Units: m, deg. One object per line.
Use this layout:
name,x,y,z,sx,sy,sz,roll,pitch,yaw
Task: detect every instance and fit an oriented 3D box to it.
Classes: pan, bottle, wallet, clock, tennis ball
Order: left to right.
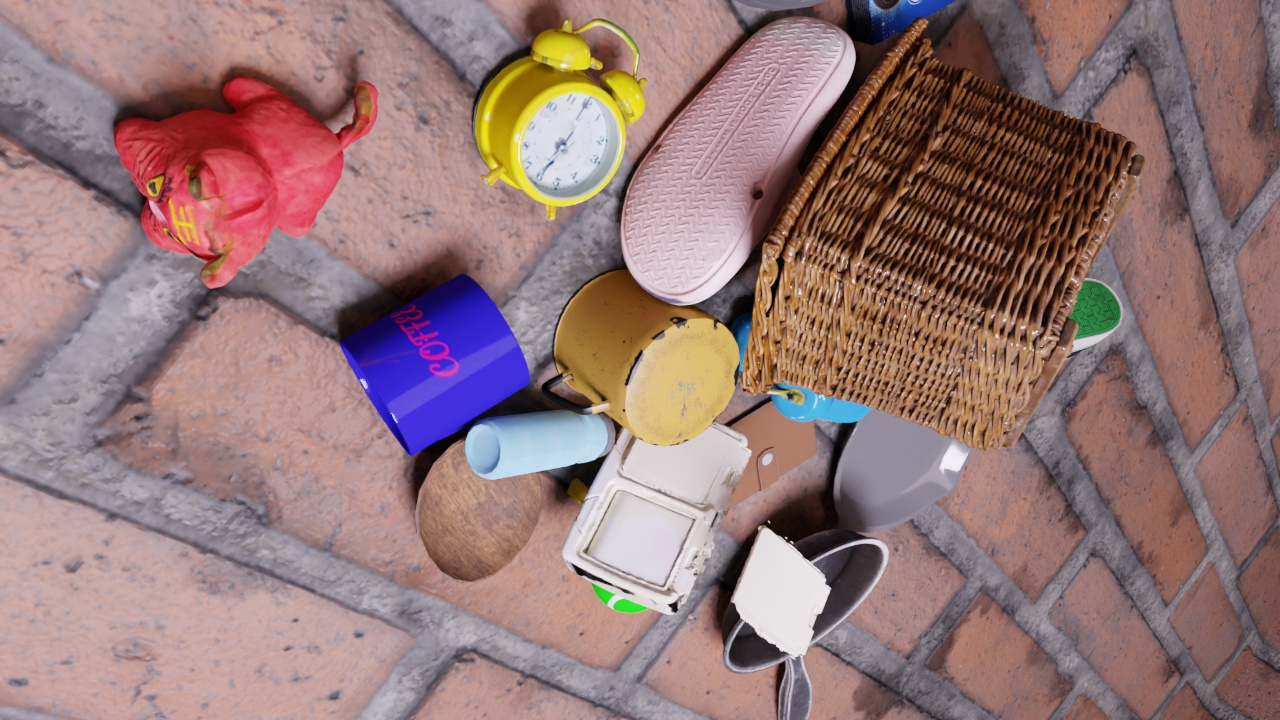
bottle,-0.063,0.055,0.639,0.129,0.040,0.040,-3,116,-54
clock,-0.046,-0.147,0.549,0.083,0.057,0.119,26,103,-41
tennis ball,-0.008,0.170,0.740,0.065,0.065,0.065,-17,122,-29
wallet,0.107,0.078,0.811,0.120,0.013,0.087,-29,127,-22
pan,0.156,0.286,0.920,0.187,0.055,0.358,-23,141,-19
clock,0.132,-0.002,0.723,0.161,0.117,0.060,-2,126,-35
pan,0.224,0.134,0.919,0.354,0.024,0.216,-51,132,4

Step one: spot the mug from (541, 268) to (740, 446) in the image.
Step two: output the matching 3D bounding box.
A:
mug,-0.004,0.004,0.635,0.123,0.094,0.101,-28,127,-22

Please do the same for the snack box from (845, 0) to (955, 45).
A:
snack box,0.213,-0.301,0.680,0.150,0.027,0.082,-33,128,-18

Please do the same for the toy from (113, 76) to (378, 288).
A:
toy,-0.180,-0.091,0.458,0.132,0.094,0.088,-32,128,-21

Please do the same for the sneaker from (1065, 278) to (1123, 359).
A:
sneaker,0.321,-0.017,0.856,0.235,0.084,0.079,-9,156,-8

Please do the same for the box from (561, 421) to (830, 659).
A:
box,0.050,0.107,0.642,0.070,0.186,0.143,76,36,-60

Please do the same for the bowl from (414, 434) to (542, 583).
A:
bowl,-0.118,0.099,0.644,0.101,0.026,0.114,-41,129,-30

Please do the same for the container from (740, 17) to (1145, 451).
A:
container,0.206,-0.074,0.618,0.249,0.183,0.162,-55,160,-29

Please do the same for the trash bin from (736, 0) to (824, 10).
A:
trash bin,0.147,-0.306,0.469,0.217,0.228,0.218,-10,108,-33

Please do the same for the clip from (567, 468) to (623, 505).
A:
clip,-0.030,0.103,0.723,0.054,0.045,0.049,50,39,-40

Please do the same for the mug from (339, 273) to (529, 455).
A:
mug,-0.124,0.011,0.570,0.083,0.079,0.111,-33,153,-19

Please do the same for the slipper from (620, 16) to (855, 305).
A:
slipper,0.065,-0.137,0.615,0.221,0.107,0.055,-57,149,-6
